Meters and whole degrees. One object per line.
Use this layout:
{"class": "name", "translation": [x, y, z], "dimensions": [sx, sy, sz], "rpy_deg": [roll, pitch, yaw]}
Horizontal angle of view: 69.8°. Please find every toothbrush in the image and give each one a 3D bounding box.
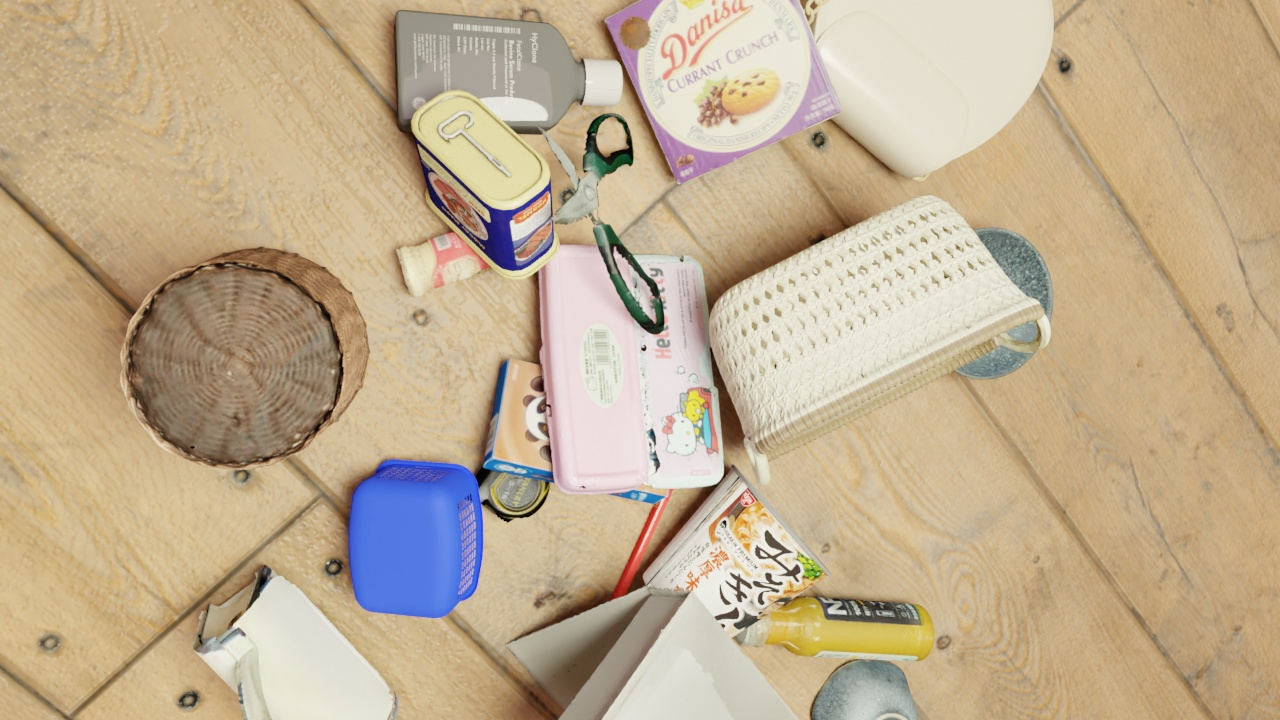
{"class": "toothbrush", "translation": [-0.016, 0.188, 0.804], "dimensions": [0.018, 0.012, 0.212], "rpy_deg": [25, 89, -17]}

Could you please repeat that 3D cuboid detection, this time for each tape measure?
{"class": "tape measure", "translation": [-0.106, 0.101, 0.756], "dimensions": [0.061, 0.034, 0.061], "rpy_deg": [34, 72, -10]}

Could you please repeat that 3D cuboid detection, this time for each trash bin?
{"class": "trash bin", "translation": [-0.259, 0.000, 0.611], "dimensions": [0.151, 0.210, 0.151], "rpy_deg": [-2, 96, -15]}

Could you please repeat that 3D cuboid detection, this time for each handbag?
{"class": "handbag", "translation": [0.242, -0.282, 0.782], "dimensions": [0.210, 0.103, 0.208], "rpy_deg": [35, 90, -15]}
{"class": "handbag", "translation": [-0.244, 0.233, 0.658], "dimensions": [0.074, 0.176, 0.151], "rpy_deg": [-38, 104, -11]}

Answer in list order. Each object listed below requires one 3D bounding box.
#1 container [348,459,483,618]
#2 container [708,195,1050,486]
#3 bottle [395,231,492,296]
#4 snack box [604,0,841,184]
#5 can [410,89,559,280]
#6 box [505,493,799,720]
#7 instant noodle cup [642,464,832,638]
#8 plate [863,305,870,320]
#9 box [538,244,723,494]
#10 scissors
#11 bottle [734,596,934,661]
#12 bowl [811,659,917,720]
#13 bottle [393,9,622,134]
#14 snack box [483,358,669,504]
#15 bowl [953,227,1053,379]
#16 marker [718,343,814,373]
{"class": "container", "translation": [-0.176, 0.140, 0.710], "dimensions": [0.096, 0.058, 0.114], "rpy_deg": [3, 99, 9]}
{"class": "container", "translation": [0.173, -0.018, 0.725], "dimensions": [0.246, 0.184, 0.143], "rpy_deg": [-26, 78, 0]}
{"class": "bottle", "translation": [-0.136, -0.085, 0.725], "dimensions": [0.109, 0.044, 0.044], "rpy_deg": [-21, 101, -13]}
{"class": "snack box", "translation": [0.067, -0.238, 0.735], "dimensions": [0.144, 0.040, 0.148], "rpy_deg": [-22, 103, 19]}
{"class": "can", "translation": [-0.113, -0.128, 0.670], "dimensions": [0.056, 0.092, 0.116], "rpy_deg": [-41, 74, -19]}
{"class": "box", "translation": [-0.022, 0.270, 0.811], "dimensions": [0.173, 0.422, 0.167], "rpy_deg": [-40, 105, -11]}
{"class": "instant noodle cup", "translation": [0.075, 0.175, 0.781], "dimensions": [0.122, 0.123, 0.123], "rpy_deg": [-42, 105, 1]}
{"class": "plate", "translation": [0.215, -0.016, 0.833], "dimensions": [0.104, 0.026, 0.104], "rpy_deg": [-4, 100, -25]}
{"class": "box", "translation": [-0.004, 0.004, 0.742], "dimensions": [0.152, 0.038, 0.201], "rpy_deg": [-1, 77, -20]}
{"class": "scissors", "translation": [-0.019, -0.103, 0.700], "dimensions": [0.015, 0.201, 0.203], "rpy_deg": [-13, 111, 23]}
{"class": "bottle", "translation": [0.177, 0.246, 0.845], "dimensions": [0.186, 0.053, 0.053], "rpy_deg": [8, 94, -16]}
{"class": "bowl", "translation": [0.221, 0.344, 0.867], "dimensions": [0.110, 0.055, 0.110], "rpy_deg": [-2, 96, -15]}
{"class": "bottle", "translation": [-0.101, -0.221, 0.718], "dimensions": [0.173, 0.046, 0.084], "rpy_deg": [-2, 96, -16]}
{"class": "snack box", "translation": [-0.047, 0.059, 0.753], "dimensions": [0.151, 0.034, 0.087], "rpy_deg": [15, 65, -18]}
{"class": "bowl", "translation": [0.305, -0.053, 0.847], "dimensions": [0.137, 0.057, 0.137], "rpy_deg": [-2, 96, -16]}
{"class": "marker", "translation": [0.133, -0.013, 0.825], "dimensions": [0.138, 0.016, 0.022], "rpy_deg": [-17, 86, -15]}
